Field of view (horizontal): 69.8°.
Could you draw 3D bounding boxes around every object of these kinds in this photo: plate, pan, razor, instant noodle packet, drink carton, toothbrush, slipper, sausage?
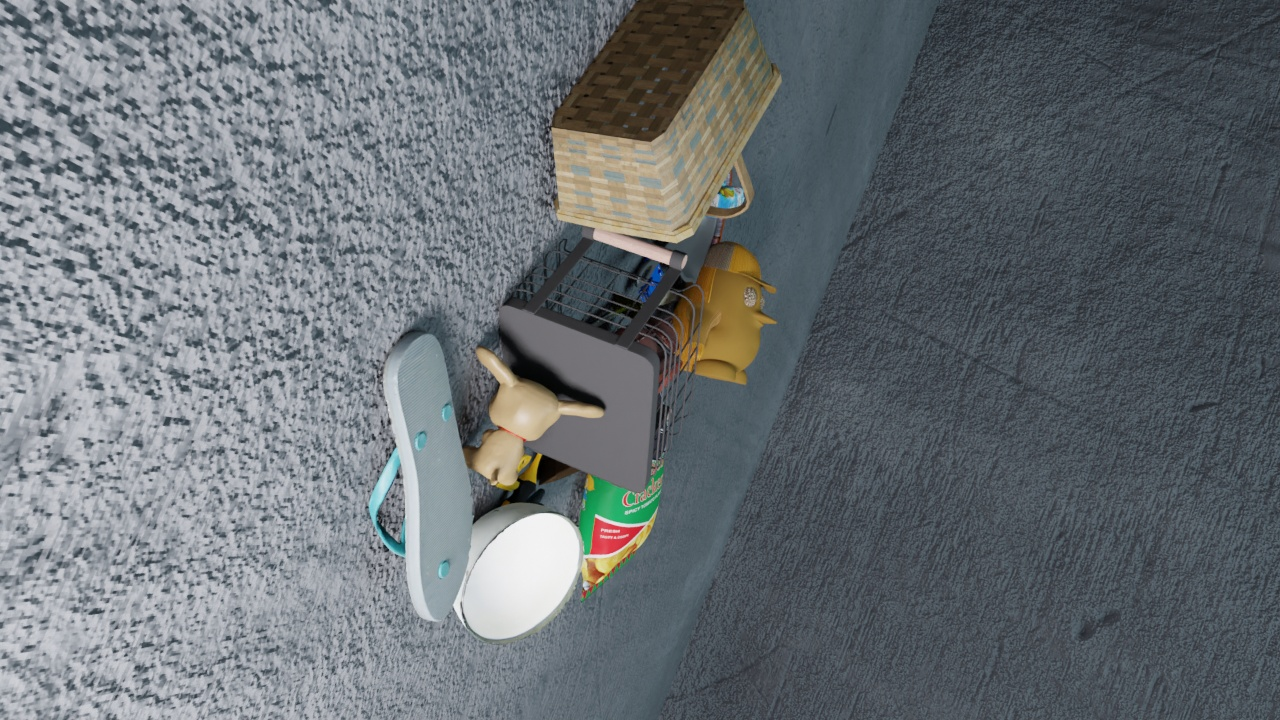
[{"bbox_3d":[-0.066,0.113,1.115,0.131,0.025,0.131,-24,172,-4],"label":"plate"},{"bbox_3d":[0.051,-0.175,1.207,0.353,0.024,0.217,-53,152,-54],"label":"pan"},{"bbox_3d":[-0.042,-0.050,1.095,0.105,0.042,0.026,-33,145,-49],"label":"razor"},{"bbox_3d":[-0.027,0.201,1.335,0.195,0.090,0.253,-22,123,-66],"label":"instant noodle packet"},{"bbox_3d":[0.105,-0.214,1.230,0.128,0.044,0.039,-33,134,-66],"label":"drink carton"},{"bbox_3d":[-0.129,0.139,1.031,0.031,0.031,0.196,32,79,-40],"label":"toothbrush"},{"bbox_3d":[-0.189,0.098,0.782,0.098,0.055,0.269,-47,142,-58],"label":"slipper"},{"bbox_3d":[0.124,-0.234,1.421,0.020,0.020,0.156,-52,156,-46],"label":"sausage"}]

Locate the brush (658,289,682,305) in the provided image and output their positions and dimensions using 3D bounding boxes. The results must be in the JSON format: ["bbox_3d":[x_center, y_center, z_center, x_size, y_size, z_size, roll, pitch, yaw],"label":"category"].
[{"bbox_3d":[0.054,-0.097,1.381,0.217,0.012,0.033,-18,128,-68],"label":"brush"}]

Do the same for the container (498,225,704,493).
[{"bbox_3d":[-0.035,0.002,0.933,0.130,0.163,0.242,-56,159,-39],"label":"container"}]

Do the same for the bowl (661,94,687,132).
[{"bbox_3d":[0.064,-0.265,1.098,0.144,0.067,0.145,-58,160,-35],"label":"bowl"}]

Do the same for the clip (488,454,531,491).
[{"bbox_3d":[-0.146,0.114,0.994,0.047,0.039,0.053,-62,162,-7],"label":"clip"}]

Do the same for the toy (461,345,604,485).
[{"bbox_3d":[-0.119,0.063,0.865,0.108,0.134,0.106,-62,-164,-4],"label":"toy"}]

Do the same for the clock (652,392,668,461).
[{"bbox_3d":[-0.003,0.074,1.254,0.159,0.045,0.122,-43,119,-65],"label":"clock"}]

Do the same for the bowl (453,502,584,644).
[{"bbox_3d":[-0.140,0.215,0.971,0.153,0.073,0.154,-21,124,-36],"label":"bowl"}]

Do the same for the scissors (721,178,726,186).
[{"bbox_3d":[0.113,-0.269,1.243,0.063,0.015,0.138,70,22,-10],"label":"scissors"}]

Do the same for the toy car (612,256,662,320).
[{"bbox_3d":[-0.006,-0.094,1.183,0.091,0.062,0.033,-88,154,-44],"label":"toy car"}]

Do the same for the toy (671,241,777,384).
[{"bbox_3d":[0.126,-0.073,1.365,0.198,0.163,0.203,14,87,-69],"label":"toy"}]

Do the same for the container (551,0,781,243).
[{"bbox_3d":[0.029,-0.216,0.903,0.249,0.158,0.186,-61,151,-27],"label":"container"}]

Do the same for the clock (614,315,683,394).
[{"bbox_3d":[-0.006,0.006,1.116,0.158,0.072,0.120,-50,168,31],"label":"clock"}]

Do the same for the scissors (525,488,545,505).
[{"bbox_3d":[-0.151,0.210,1.077,0.129,0.019,0.137,-68,162,-2],"label":"scissors"}]
